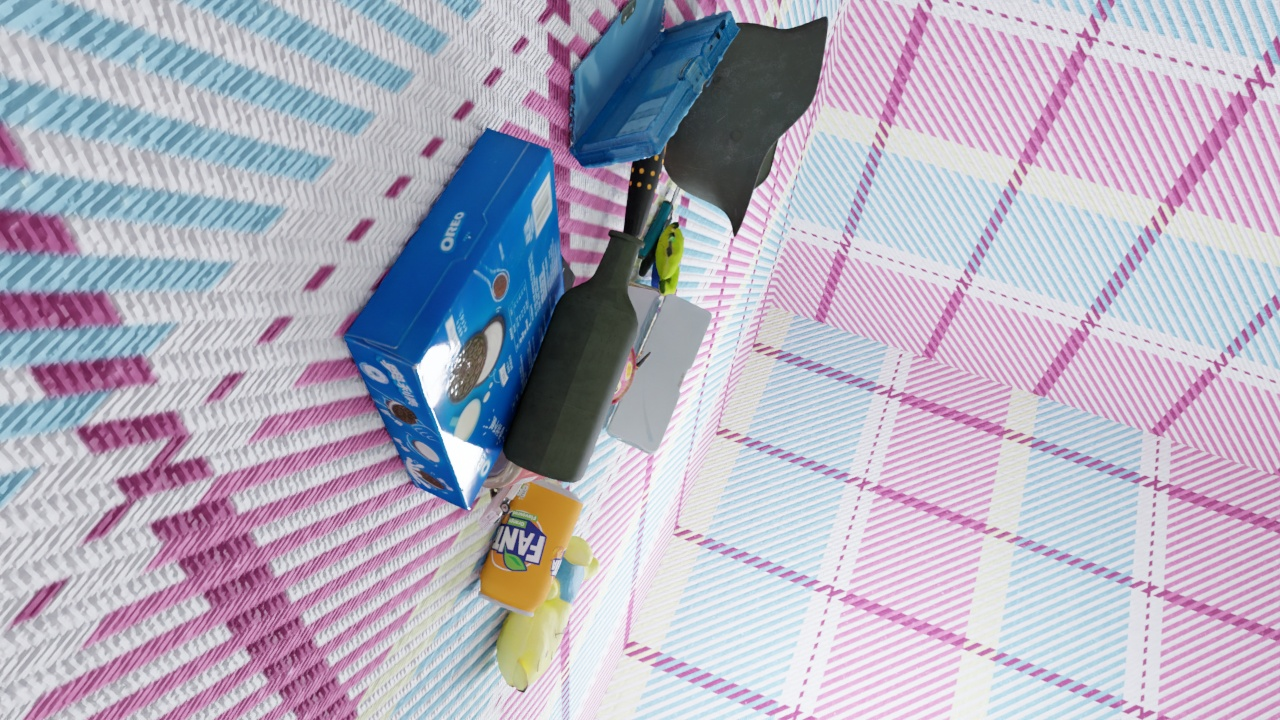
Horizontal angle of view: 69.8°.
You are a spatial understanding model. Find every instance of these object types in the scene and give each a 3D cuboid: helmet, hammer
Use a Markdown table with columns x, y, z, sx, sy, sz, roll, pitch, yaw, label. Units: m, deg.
| x | y | z | sx | sy | sz | roll | pitch | yaw | label |
| --- | --- | --- | --- | --- | --- | --- | --- | --- | --- |
| 0.102 | -0.283 | 1.070 | 0.227 | 0.154 | 0.267 | 114 | -10 | -81 | helmet |
| -0.007 | -0.135 | 1.007 | 0.036 | 0.123 | 0.320 | 9 | 95 | -42 | hammer |

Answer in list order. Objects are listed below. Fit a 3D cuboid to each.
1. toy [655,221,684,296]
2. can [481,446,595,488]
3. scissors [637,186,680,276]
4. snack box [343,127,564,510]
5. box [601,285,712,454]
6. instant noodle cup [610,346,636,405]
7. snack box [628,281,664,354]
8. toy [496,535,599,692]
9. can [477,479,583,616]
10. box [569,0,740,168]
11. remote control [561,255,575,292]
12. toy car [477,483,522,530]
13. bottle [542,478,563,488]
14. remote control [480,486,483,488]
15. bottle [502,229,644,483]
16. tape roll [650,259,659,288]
| x | y | z | sx | sy | sz | roll | pitch | yaw | label |
| --- | --- | --- | --- | --- | --- | --- | --- | --- | --- |
| 0.039 | -0.134 | 1.236 | 0.094 | 0.036 | 0.094 | 76 | 25 | -67 | toy |
| -0.102 | 0.081 | 0.871 | 0.170 | 0.067 | 0.067 | 5 | 105 | -68 | can |
| 0.025 | -0.180 | 1.249 | 0.152 | 0.019 | 0.128 | -48 | 156 | -62 | scissors |
| -0.123 | -0.021 | 0.694 | 0.239 | 0.056 | 0.195 | 93 | 20 | -59 | snack box |
| -0.005 | 0.004 | 1.108 | 0.049 | 0.136 | 0.196 | 82 | 29 | -65 | box |
| -0.063 | 0.007 | 0.926 | 0.108 | 0.098 | 0.098 | -18 | 127 | -77 | instant noodle cup |
| -0.018 | -0.032 | 1.240 | 0.143 | 0.040 | 0.148 | -8 | 117 | -78 | snack box |
| -0.131 | 0.336 | 1.230 | 0.149 | 0.084 | 0.213 | 86 | 28 | -62 | toy |
| -0.124 | 0.208 | 1.033 | 0.079 | 0.079 | 0.142 | 68 | 43 | -74 | can |
| 0.005 | -0.287 | 0.857 | 0.102 | 0.094 | 0.230 | 61 | 42 | -36 | box |
| -0.087 | -0.083 | 0.889 | 0.147 | 0.008 | 0.045 | 60 | 51 | -76 | remote control |
| -0.135 | 0.119 | 0.934 | 0.039 | 0.039 | 0.112 | -45 | -171 | 43 | toy car |
| -0.121 | 0.196 | 1.132 | 0.044 | 0.044 | 0.109 | -55 | 162 | -54 | bottle |
| -0.136 | 0.061 | 0.889 | 0.033 | 0.012 | 0.131 | -2 | 112 | -76 | remote control |
| -0.047 | -0.006 | 0.758 | 0.071 | 0.071 | 0.207 | 23 | 88 | -79 | bottle |
| 0.034 | -0.146 | 1.326 | 0.091 | 0.016 | 0.093 | -66 | 166 | -57 | tape roll |
